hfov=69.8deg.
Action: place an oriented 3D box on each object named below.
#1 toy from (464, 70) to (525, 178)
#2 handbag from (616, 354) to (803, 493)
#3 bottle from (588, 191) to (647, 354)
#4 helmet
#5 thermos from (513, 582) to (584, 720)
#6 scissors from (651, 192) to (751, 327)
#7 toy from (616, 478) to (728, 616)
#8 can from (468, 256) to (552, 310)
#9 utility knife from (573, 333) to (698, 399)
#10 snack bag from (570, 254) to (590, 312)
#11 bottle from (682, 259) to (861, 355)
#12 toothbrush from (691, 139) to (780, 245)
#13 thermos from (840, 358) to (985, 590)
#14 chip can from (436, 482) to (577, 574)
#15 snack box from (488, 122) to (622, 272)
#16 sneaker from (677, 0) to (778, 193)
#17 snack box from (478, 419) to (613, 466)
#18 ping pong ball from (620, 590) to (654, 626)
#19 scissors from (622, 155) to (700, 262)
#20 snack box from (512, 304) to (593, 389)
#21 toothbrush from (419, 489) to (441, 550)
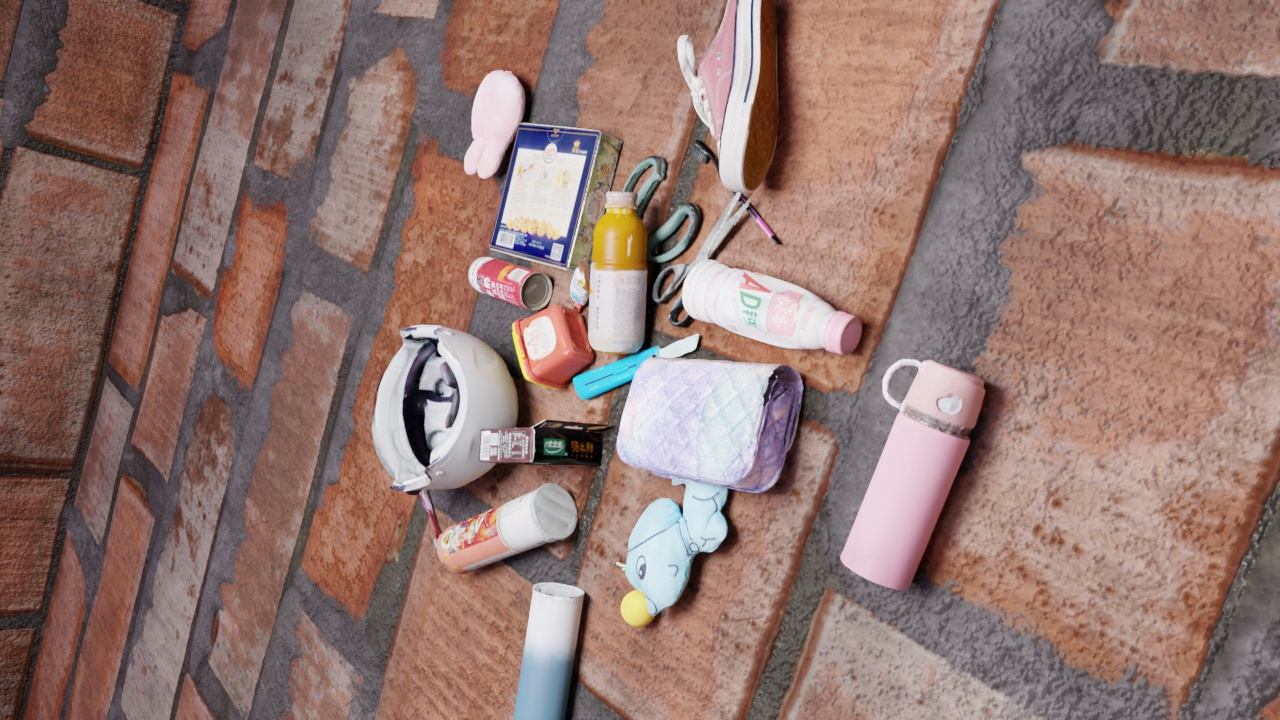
[{"bbox_3d":[-0.217,-0.345,1.344,0.121,0.054,0.159,29,103,51],"label":"toy"},{"bbox_3d":[0.070,0.064,0.978,0.194,0.075,0.134,6,77,44],"label":"handbag"},{"bbox_3d":[-0.026,-0.104,1.087,0.068,0.067,0.189,10,100,45],"label":"bottle"},{"bbox_3d":[-0.255,0.068,1.248,0.259,0.145,0.228,-20,67,52],"label":"helmet"},{"bbox_3d":[-0.117,0.384,1.114,0.070,0.070,0.220,8,89,45],"label":"thermos"},{"bbox_3d":[0.074,-0.112,1.043,0.171,0.014,0.150,-13,75,45],"label":"scissors"},{"bbox_3d":[0.035,0.196,1.010,0.157,0.049,0.161,-20,61,41],"label":"toy"},{"bbox_3d":[-0.183,-0.108,1.271,0.133,0.053,0.053,20,97,44],"label":"can"},{"bbox_3d":[-0.007,0.006,1.105,0.205,0.018,0.034,-23,67,38],"label":"utility knife"},{"bbox_3d":[-0.074,-0.095,1.157,0.104,0.026,0.048,125,140,-75],"label":"snack bag"},{"bbox_3d":[0.134,-0.051,0.946,0.197,0.068,0.068,23,99,40],"label":"bottle"},{"bbox_3d":[0.105,-0.189,1.033,0.018,0.014,0.189,-57,49,34],"label":"toothbrush"},{"bbox_3d":[0.233,0.096,0.812,0.087,0.067,0.199,19,100,9],"label":"thermos"},{"bbox_3d":[-0.178,0.224,1.198,0.215,0.071,0.071,-28,64,39],"label":"chip can"},{"bbox_3d":[-0.118,-0.220,1.233,0.178,0.045,0.182,20,97,44],"label":"snack box"},{"bbox_3d":[0.096,-0.292,0.996,0.088,0.118,0.240,-2,75,26],"label":"sneaker"},{"bbox_3d":[-0.116,0.103,1.127,0.126,0.113,0.053,-4,81,44],"label":"snack box"},{"bbox_3d":[-0.002,0.280,1.036,0.040,0.040,0.040,-10,76,43],"label":"ping pong ball"},{"bbox_3d":[0.012,-0.156,1.114,0.176,0.019,0.175,33,104,42],"label":"scissors"},{"bbox_3d":[-0.111,-0.020,1.170,0.080,0.082,0.091,-30,63,26],"label":"snack box"},{"bbox_3d":[-0.326,0.211,1.384,0.017,0.016,0.187,-56,50,35],"label":"toothbrush"}]
